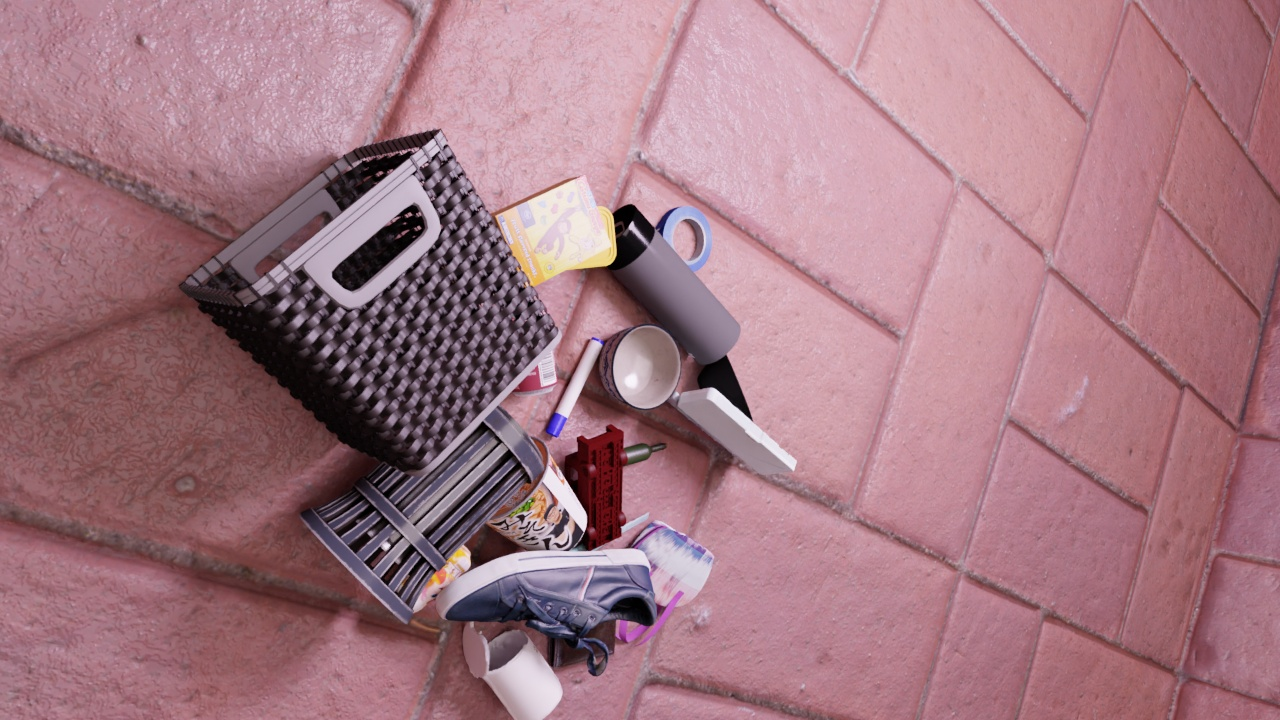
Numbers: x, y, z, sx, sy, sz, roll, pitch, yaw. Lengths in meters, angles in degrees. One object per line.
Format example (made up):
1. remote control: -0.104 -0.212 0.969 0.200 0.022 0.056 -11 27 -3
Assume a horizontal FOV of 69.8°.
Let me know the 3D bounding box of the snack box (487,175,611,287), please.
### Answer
1. snack box: -0.107 -0.146 1.050 0.125 0.040 0.088 -32 111 -30

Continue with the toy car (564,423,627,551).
1. toy car: -0.060 0.164 1.215 0.070 0.062 0.170 -19 125 -33

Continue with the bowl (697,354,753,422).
1. bowl: 0.115 0.044 1.327 0.052 0.124 0.124 -22 109 2

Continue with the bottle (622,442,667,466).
1. bottle: -0.005 0.130 1.279 0.105 0.025 0.025 -12 100 -34

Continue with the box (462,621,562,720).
1. box: -0.169 0.383 1.150 0.091 0.081 0.161 -33 110 -17

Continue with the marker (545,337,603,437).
1. marker: -0.086 0.035 1.219 0.020 0.020 0.141 34 74 -32

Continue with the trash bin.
1. trash bin: -0.232 0.148 1.019 0.227 0.164 0.164 -45 117 -19

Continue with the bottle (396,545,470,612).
1. bottle: -0.254 0.257 1.088 0.108 0.063 0.063 -49 118 -23

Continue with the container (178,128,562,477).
1. container: -0.268 -0.057 0.949 0.246 0.246 0.244 -47 121 -24

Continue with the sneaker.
1. sneaker: -0.103 0.311 1.122 0.294 0.121 0.127 4 46 -32

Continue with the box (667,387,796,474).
1. box: 0.116 0.101 1.295 0.197 0.136 0.043 41 67 -30

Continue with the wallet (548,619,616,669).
1. wallet: -0.078 0.350 1.243 0.099 0.031 0.120 -4 98 -33

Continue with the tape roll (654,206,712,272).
1. tape roll: 0.063 -0.172 1.311 0.091 0.016 0.093 -46 117 -24

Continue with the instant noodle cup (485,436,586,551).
1. instant noodle cup: -0.134 0.180 1.142 0.123 0.124 0.122 -52 129 -21

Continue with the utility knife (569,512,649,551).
1. utility knife: -0.053 0.246 1.263 0.168 0.015 0.022 -23 119 -35

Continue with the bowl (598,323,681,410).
1. bowl: -0.007 0.007 1.248 0.115 0.059 0.115 -3 95 -35

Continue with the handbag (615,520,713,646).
1. handbag: 0.021 0.323 1.296 0.144 0.068 0.169 39 78 -30

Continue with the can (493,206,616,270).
1. can: -0.113 -0.148 1.135 0.130 0.101 0.072 -10 99 -35

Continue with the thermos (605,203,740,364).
1. thermos: 0.036 -0.101 1.257 0.240 0.082 0.082 45 68 -29

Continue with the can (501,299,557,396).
1. can: -0.142 -0.016 1.148 0.063 0.063 0.114 -14 101 -34
